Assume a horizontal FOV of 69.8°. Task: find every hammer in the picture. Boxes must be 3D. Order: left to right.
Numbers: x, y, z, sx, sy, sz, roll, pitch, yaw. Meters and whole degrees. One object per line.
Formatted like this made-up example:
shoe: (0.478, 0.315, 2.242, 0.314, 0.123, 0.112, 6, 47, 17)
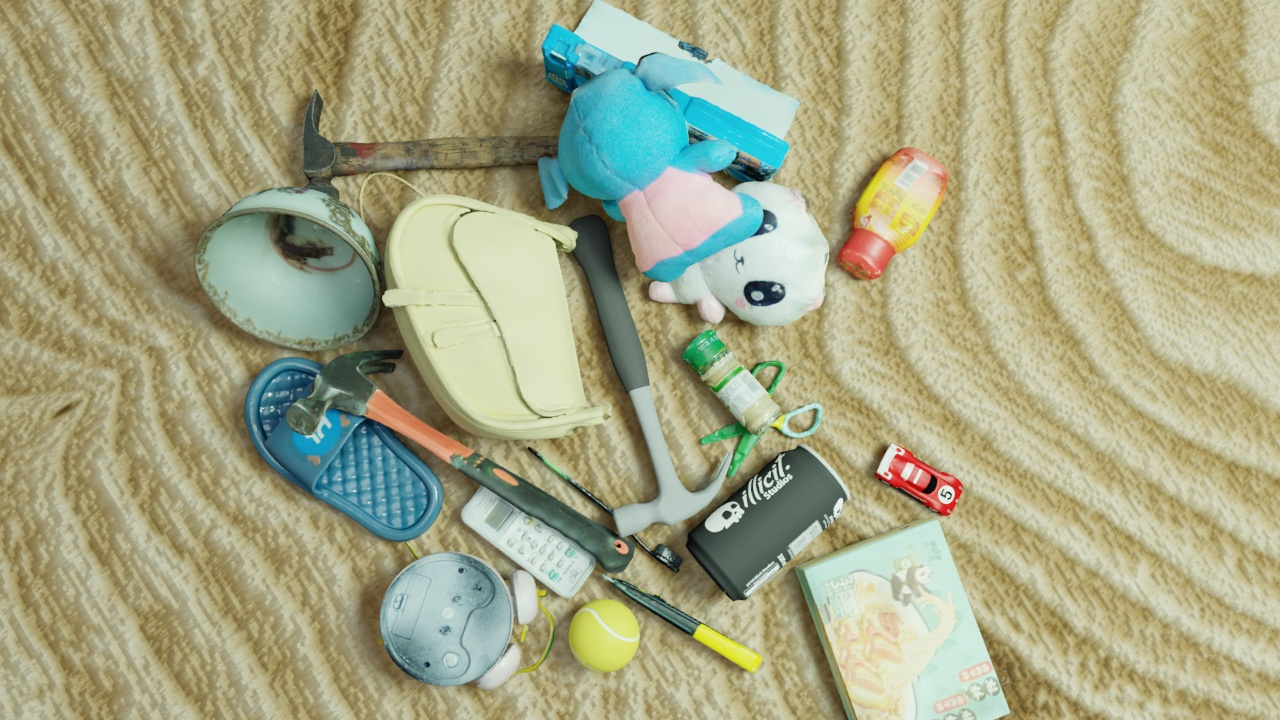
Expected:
hammer: (-0.160, -0.211, 0.898, 0.330, 0.033, 0.120, -4, 77, -7)
hammer: (-0.146, 0.101, 0.842, 0.333, 0.132, 0.033, 34, 121, -8)
hammer: (-0.006, 0.005, 0.886, 0.125, 0.029, 0.310, -17, 82, -8)

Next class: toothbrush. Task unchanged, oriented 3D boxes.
toothbrush: (-0.034, 0.141, 0.883, 0.188, 0.014, 0.017, 39, 69, 0)

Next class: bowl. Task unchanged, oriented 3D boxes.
bowl: (-0.306, -0.097, 0.835, 0.160, 0.160, 0.093, 7, 43, -4)

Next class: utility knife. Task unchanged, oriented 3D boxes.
utility knife: (0.037, 0.245, 0.870, 0.174, 0.029, 0.020, 30, 78, -1)

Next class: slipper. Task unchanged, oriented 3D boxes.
slipper: (-0.278, 0.087, 0.848, 0.213, 0.059, 0.103, 42, 85, -1)

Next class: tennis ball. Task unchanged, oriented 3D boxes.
tennis ball: (-0.034, 0.253, 0.845, 0.065, 0.065, 0.065, 0, 84, -4)

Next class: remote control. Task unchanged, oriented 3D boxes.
remote control: (-0.106, 0.168, 0.870, 0.133, 0.022, 0.050, 38, 83, 0)

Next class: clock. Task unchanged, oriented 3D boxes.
clock: (-0.155, 0.236, 0.838, 0.158, 0.059, 0.116, 18, 87, -2)

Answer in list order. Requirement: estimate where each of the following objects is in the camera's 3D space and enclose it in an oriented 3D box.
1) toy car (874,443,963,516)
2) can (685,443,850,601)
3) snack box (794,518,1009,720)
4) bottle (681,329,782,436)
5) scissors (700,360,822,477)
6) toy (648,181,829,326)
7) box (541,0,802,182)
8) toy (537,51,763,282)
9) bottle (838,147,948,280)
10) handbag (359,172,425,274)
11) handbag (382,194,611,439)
toy car: (0.274, 0.117, 0.902, 0.089, 0.025, 0.038, 30, 83, -1)
can: (0.119, 0.151, 0.859, 0.146, 0.080, 0.080, -40, 88, -7)
snack box: (0.247, 0.265, 0.876, 0.141, 0.044, 0.193, -19, 85, -7)
bottle: (0.089, 0.022, 0.883, 0.042, 0.043, 0.110, -40, 80, -7)
scissors: (0.124, 0.066, 0.904, 0.112, 0.012, 0.131, 27, 83, 2)
toy: (0.090, -0.097, 0.882, 0.180, 0.101, 0.139, -8, 98, 14)
box: (0.038, -0.272, 0.886, 0.243, 0.114, 0.113, 27, 88, -2)
toy: (-0.001, -0.159, 0.818, 0.191, 0.225, 0.098, 54, 38, -10)
bottle: (0.249, -0.143, 0.915, 0.071, 0.048, 0.134, 34, 83, 0)
handbag: (-0.215, -0.108, 0.891, 0.084, 0.027, 0.178, -32, 83, -8)
handbag: (-0.132, -0.037, 0.830, 0.190, 0.089, 0.232, -9, 80, -17)
